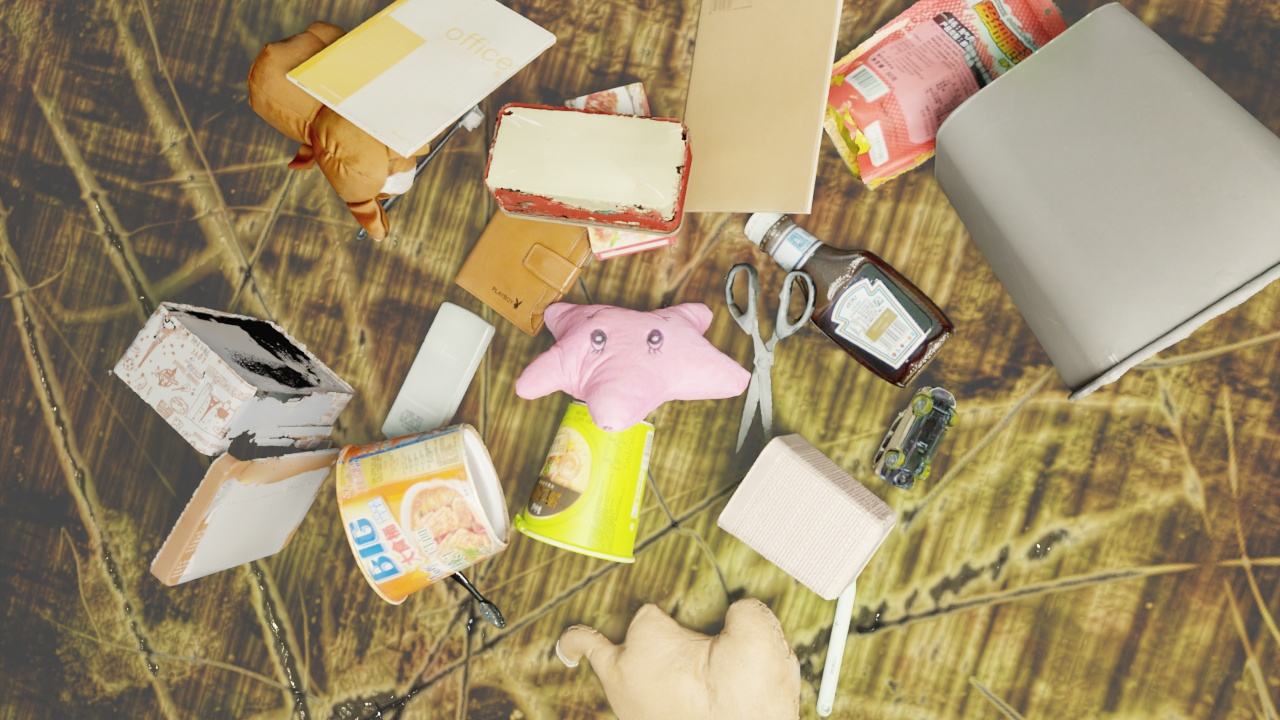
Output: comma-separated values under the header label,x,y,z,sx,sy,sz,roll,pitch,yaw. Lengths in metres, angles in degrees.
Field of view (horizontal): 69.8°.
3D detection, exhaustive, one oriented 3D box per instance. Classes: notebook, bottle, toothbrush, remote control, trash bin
label,x,y,z,sx,sy,sz,roll,pitch,yaw
notebook,0.097,-0.233,0.794,0.150,0.012,0.211,9,92,43
bottle,0.172,-0.063,0.787,0.195,0.044,0.080,42,108,13
toothbrush,0.176,0.215,0.792,0.029,0.020,0.189,12,92,-5
remote control,-0.197,0.019,0.893,0.058,0.021,0.150,29,96,13
toothbrush,-0.196,0.190,0.894,0.189,0.016,0.014,45,94,13
trash bin,0.347,-0.114,0.674,0.199,0.199,0.219,-34,74,10
notebook,-0.197,-0.279,0.845,0.146,0.010,0.205,34,60,13
toothbrush,-0.220,-0.183,0.907,0.181,0.015,0.018,-44,88,9

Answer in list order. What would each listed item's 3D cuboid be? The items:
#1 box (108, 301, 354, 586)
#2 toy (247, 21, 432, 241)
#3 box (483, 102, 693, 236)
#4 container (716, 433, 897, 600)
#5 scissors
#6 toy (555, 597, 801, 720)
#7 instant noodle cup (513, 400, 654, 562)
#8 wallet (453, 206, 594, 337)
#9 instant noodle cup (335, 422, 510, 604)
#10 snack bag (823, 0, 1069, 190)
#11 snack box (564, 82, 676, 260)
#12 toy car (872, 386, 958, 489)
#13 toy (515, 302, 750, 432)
label,x,y,z,sx,sy,sz,roll,pitch,yaw
box,-0.395,0.069,0.865,0.158,0.180,0.205,33,96,11
toy,-0.277,-0.222,0.874,0.199,0.130,0.140,46,127,22
box,-0.044,-0.164,0.781,0.168,0.077,0.091,8,79,10
container,0.140,0.129,0.756,0.111,0.090,0.090,37,103,21
scissors,0.109,-0.004,0.797,0.166,0.014,0.163,-41,70,34
toy,0.028,0.283,0.804,0.226,0.082,0.143,-7,82,17
instant noodle cup,-0.042,0.103,0.814,0.112,0.111,0.123,15,84,14
wallet,-0.103,-0.102,0.868,0.108,0.031,0.132,36,98,14
instant noodle cup,-0.190,0.129,0.828,0.111,0.151,0.151,-19,84,0
snack bag,0.252,-0.242,0.763,0.208,0.073,0.128,-33,85,7
snack box,-0.019,-0.172,0.832,0.075,0.025,0.152,-12,78,5
toy car,0.230,0.063,0.770,0.090,0.042,0.035,-63,32,7
toy,-0.005,0.005,0.775,0.195,0.178,0.075,2,128,6
